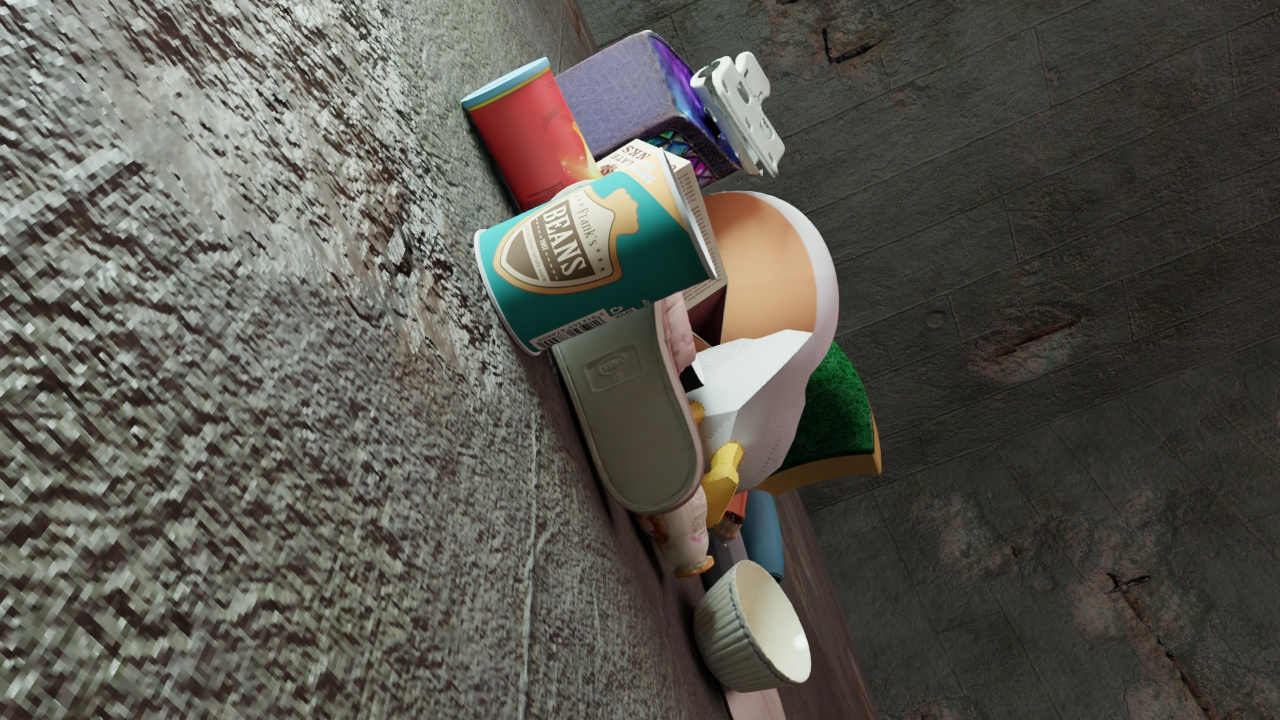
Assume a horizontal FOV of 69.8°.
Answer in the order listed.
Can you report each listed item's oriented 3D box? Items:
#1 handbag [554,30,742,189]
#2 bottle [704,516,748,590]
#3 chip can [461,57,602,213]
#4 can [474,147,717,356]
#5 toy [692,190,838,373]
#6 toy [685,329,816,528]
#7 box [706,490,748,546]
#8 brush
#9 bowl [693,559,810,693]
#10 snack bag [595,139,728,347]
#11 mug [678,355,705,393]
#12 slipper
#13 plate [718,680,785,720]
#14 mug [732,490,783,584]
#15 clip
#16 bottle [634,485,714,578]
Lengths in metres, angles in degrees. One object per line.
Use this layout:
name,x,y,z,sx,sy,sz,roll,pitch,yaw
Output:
handbag,-0.011,-0.230,1.016,0.222,0.205,0.125,30,38,-65
bottle,0.086,0.195,1.015,0.161,0.046,0.072,-104,168,-46
chip can,-0.069,-0.147,0.805,0.087,0.087,0.213,-92,157,-66
can,-0.031,-0.076,0.657,0.099,0.144,0.099,-22,89,-81
toy,0.098,-0.074,1.127,0.280,0.266,0.262,-8,86,-50
toy,0.083,0.057,0.923,0.141,0.247,0.266,46,27,4
box,0.098,0.137,1.002,0.058,0.053,0.186,64,15,-15
brush,0.212,0.100,1.343,0.075,0.250,0.194,57,17,-50
bowl,0.094,0.244,0.820,0.115,0.063,0.115,45,23,-25
snack bag,0.025,-0.102,0.911,0.094,0.069,0.206,38,-23,49
mug,0.001,0.003,0.815,0.121,0.094,0.085,34,34,-74
slipper,-0.015,-0.012,0.727,0.054,0.114,0.274,24,50,-71
plate,0.114,0.328,0.902,0.188,0.027,0.188,-22,89,-81
mug,0.120,0.218,1.099,0.112,0.085,0.104,20,46,-38
clip,0.102,-0.270,0.987,0.125,0.082,0.147,52,21,-32
bottle,0.027,0.128,0.776,0.063,0.063,0.108,-16,85,-81
